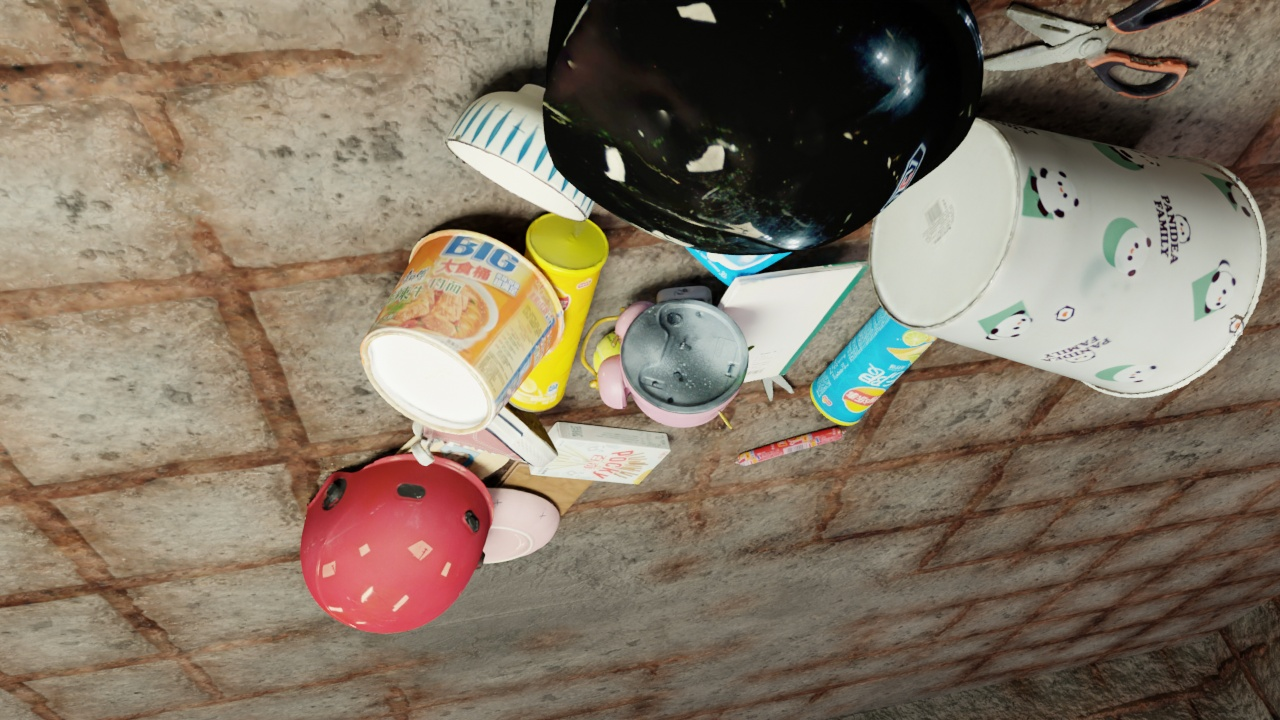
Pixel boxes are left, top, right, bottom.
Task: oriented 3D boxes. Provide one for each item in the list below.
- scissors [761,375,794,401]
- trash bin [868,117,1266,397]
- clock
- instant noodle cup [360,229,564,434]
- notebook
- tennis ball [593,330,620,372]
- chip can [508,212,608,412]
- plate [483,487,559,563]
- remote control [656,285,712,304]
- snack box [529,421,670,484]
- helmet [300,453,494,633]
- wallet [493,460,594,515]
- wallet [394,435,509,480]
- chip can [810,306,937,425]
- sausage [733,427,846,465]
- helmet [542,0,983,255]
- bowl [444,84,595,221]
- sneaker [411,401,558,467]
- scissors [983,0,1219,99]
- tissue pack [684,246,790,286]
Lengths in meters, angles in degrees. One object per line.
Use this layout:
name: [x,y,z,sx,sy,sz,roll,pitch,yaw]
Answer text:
scissors: [0.131,0.006,1.047,0.144,0.012,0.170,-4,143,-15]
trash bin: [0.362,-0.096,0.817,0.251,0.229,0.230,9,140,-23]
clock: [0.022,0.001,0.859,0.158,0.117,0.060,17,155,6]
instant noodle cup: [-0.154,-0.017,0.770,0.151,0.111,0.152,15,139,14]
notebook: [0.127,-0.029,0.944,0.150,0.012,0.210,-9,152,-24]
tennis ball: [-0.015,0.000,0.940,0.065,0.065,0.066,-10,145,-7]
chip can: [-0.086,-0.039,0.854,0.072,0.072,0.214,-1,144,-19]
plate: [-0.201,0.224,1.193,0.192,0.039,0.193,-4,147,-3]
remote control: [0.049,-0.029,0.954,0.056,0.020,0.136,-4,145,4]
snack box: [-0.050,0.115,1.125,0.156,0.026,0.085,10,139,-30]
helmet: [-0.283,0.224,1.053,0.207,0.143,0.241,33,128,-26]
wallet: [-0.126,0.162,1.171,0.115,0.020,0.101,11,138,-29]
wallet: [-0.221,0.113,1.063,0.087,0.024,0.115,-39,139,24]
chip can: [0.273,-0.014,1.020,0.071,0.071,0.211,4,141,-26]
sausage: [0.199,0.114,1.220,0.156,0.020,0.020,-16,146,2]
helmet: [0.069,-0.175,0.580,0.275,0.229,0.234,28,141,7]
bowl: [-0.076,-0.158,0.672,0.116,0.116,0.066,30,86,-46]
sneaker: [-0.182,0.055,0.923,0.088,0.118,0.241,-43,134,8]
scissors: [0.390,-0.265,0.758,0.224,0.015,0.189,-27,144,20]
tissue pack: [0.081,-0.125,0.809,0.095,0.052,0.157,-29,143,20]
